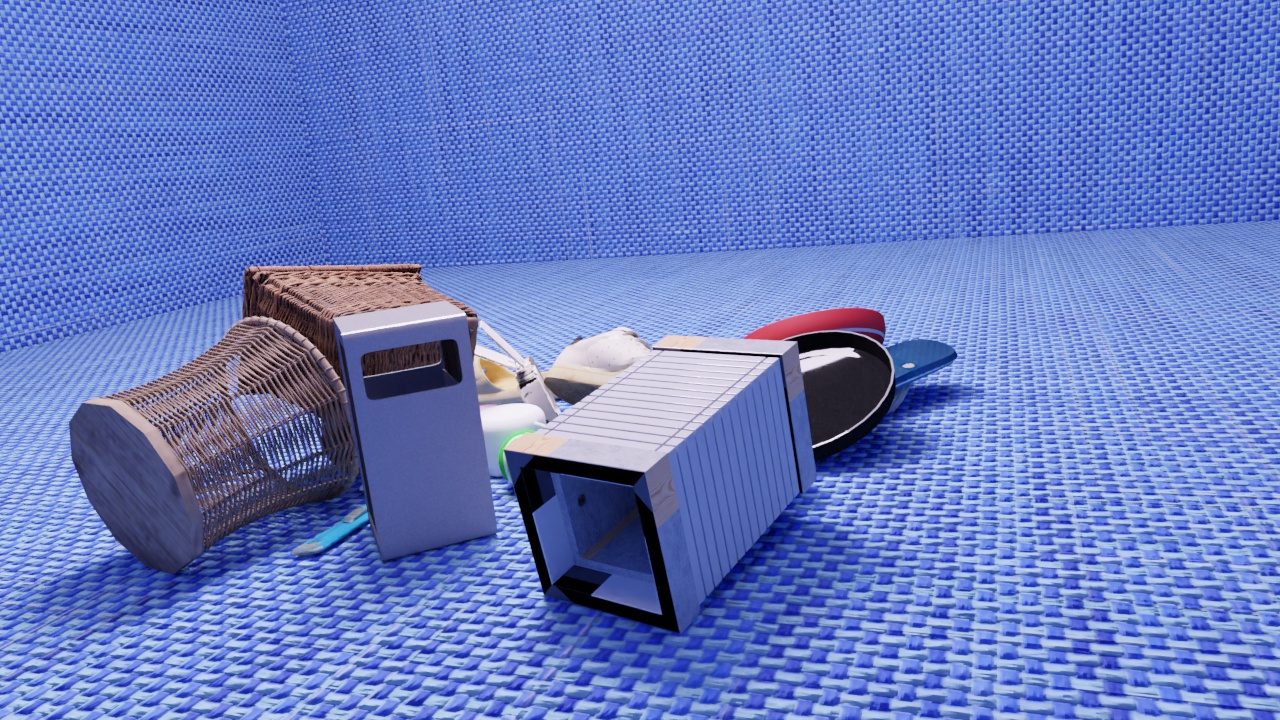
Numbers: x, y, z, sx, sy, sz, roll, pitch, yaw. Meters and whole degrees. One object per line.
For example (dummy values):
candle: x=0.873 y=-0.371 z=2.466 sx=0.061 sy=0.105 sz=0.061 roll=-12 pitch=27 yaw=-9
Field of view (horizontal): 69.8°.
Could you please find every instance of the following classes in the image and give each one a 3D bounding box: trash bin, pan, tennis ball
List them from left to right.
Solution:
trash bin: x=-0.228 y=0.066 z=0.928 sx=0.114 sy=0.229 sz=0.114 roll=-11 pitch=14 yaw=-20
tennis ball: x=-0.129 y=0.112 z=1.046 sx=0.065 sy=0.065 sz=0.065 roll=-6 pitch=13 yaw=1
trash bin: x=0.030 y=0.092 z=0.808 sx=0.143 sy=0.142 sz=0.246 roll=4 pitch=26 yaw=37
pan: x=0.131 y=0.063 z=1.111 sx=0.357 sy=0.034 sz=0.224 roll=-19 pitch=31 yaw=13
pan: x=0.180 y=-0.006 z=1.342 sx=0.357 sy=0.067 sz=0.208 roll=-15 pitch=-17 yaw=22

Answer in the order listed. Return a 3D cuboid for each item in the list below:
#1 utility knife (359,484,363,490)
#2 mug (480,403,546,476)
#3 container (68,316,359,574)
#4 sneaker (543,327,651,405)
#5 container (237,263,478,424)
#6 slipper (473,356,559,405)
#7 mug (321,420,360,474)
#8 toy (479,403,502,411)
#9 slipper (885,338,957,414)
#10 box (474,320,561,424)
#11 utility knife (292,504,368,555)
utility knife: x=-0.285 y=0.140 z=1.112 sx=0.117 sy=0.016 sz=0.022 roll=-18 pitch=43 yaw=-38
mug: x=-0.152 y=0.096 z=1.120 sx=0.116 sy=0.068 sz=0.094 roll=3 pitch=16 yaw=35
container: x=-0.448 y=0.092 z=0.970 sx=0.227 sy=0.227 sz=0.195 roll=3 pitch=22 yaw=32
sneaker: x=-0.007 y=0.007 z=1.154 sx=0.242 sy=0.089 sz=0.102 roll=1 pitch=54 yaw=34
container: x=-0.330 y=-0.020 z=1.129 sx=0.183 sy=0.162 sz=0.249 roll=21 pitch=19 yaw=37
slipper: x=-0.234 y=0.026 z=1.444 sx=0.261 sy=0.079 sz=0.111 roll=-4 pitch=10 yaw=6
mug: x=-0.336 y=0.089 z=1.193 sx=0.123 sy=0.096 sz=0.110 roll=4 pitch=18 yaw=1
toy: x=-0.210 y=0.084 z=1.236 sx=0.093 sy=0.050 sz=0.102 roll=-19 pitch=15 yaw=-34
slipper: x=0.294 y=0.037 z=1.201 sx=0.294 sy=0.060 sz=0.118 roll=-17 pitch=20 yaw=-24
box: x=-0.164 y=0.026 z=1.229 sx=0.066 sy=0.186 sz=0.145 roll=-46 pitch=13 yaw=1
utility knife: x=-0.305 y=0.168 z=1.001 sx=0.031 sy=0.015 sz=0.195 roll=3 pitch=14 yaw=18
